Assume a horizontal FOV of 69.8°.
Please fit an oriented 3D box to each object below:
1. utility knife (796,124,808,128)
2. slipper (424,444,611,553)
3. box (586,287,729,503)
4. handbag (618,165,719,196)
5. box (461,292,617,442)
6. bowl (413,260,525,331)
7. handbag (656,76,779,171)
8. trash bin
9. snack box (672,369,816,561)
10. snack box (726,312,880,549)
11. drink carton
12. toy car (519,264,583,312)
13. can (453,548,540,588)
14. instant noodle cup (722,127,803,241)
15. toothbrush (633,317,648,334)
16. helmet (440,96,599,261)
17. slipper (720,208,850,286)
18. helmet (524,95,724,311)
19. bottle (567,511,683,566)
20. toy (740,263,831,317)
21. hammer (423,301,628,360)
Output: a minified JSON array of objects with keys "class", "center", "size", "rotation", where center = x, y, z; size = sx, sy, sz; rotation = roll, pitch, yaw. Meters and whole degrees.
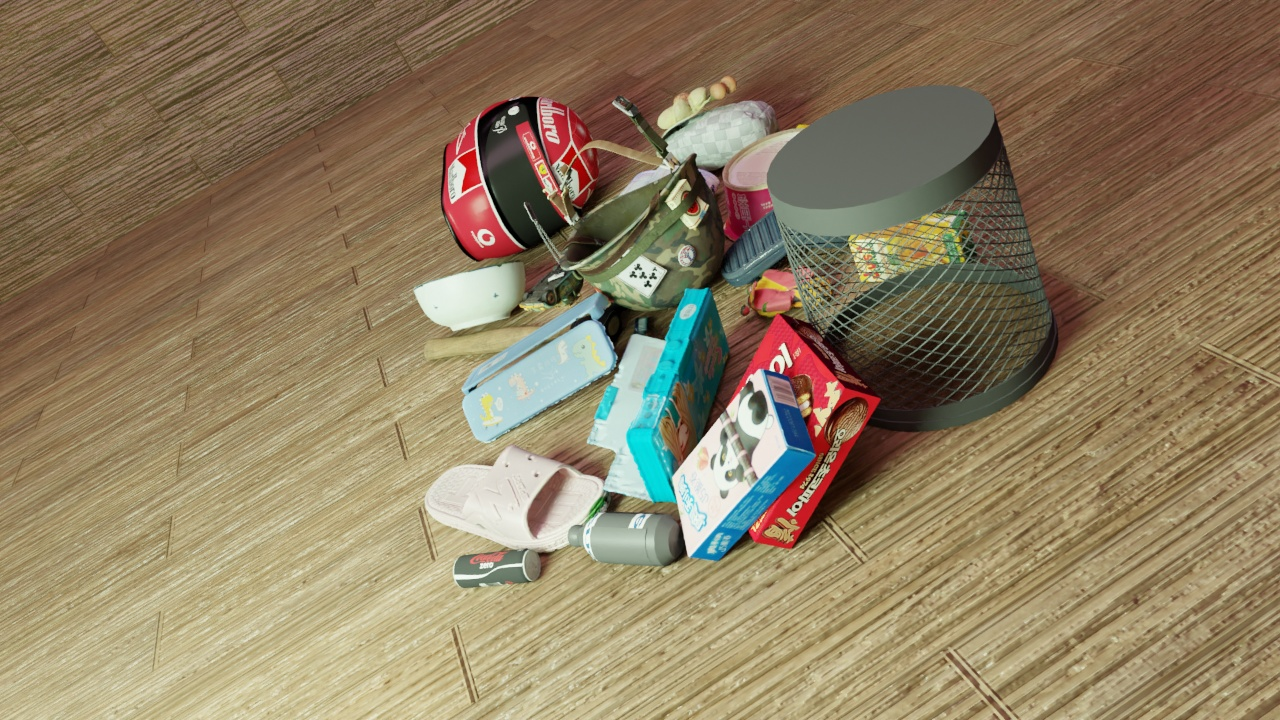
[{"class":"utility knife","center":[0.240,-0.307,1.229],"size":[0.030,0.019,0.227],"rotation":[14,17,-4]},{"class":"slipper","center":[-0.140,0.134,0.934],"size":[0.240,0.064,0.094],"rotation":[0,43,38]},{"class":"box","center":[0.006,0.032,0.933],"size":[0.117,0.097,0.226],"rotation":[-3,40,25]},{"class":"handbag","center":[0.027,-0.212,1.281],"size":[0.127,0.069,0.158],"rotation":[-2,39,32]},{"class":"box","center":[-0.121,0.004,1.053],"size":[0.210,0.047,0.122],"rotation":[-31,44,23]},{"class":"bowl","center":[-0.227,-0.085,1.257],"size":[0.153,0.073,0.153],"rotation":[-14,5,1]},{"class":"handbag","center":[0.112,-0.348,1.352],"size":[0.172,0.123,0.112],"rotation":[-7,24,28]},{"class":"trash bin","center":[0.237,-0.094,0.818],"size":[0.218,0.227,0.217],"rotation":[-19,34,13]},{"class":"snack box","center":[0.081,0.090,0.768],"size":[0.155,0.033,0.087],"rotation":[-55,31,36]},{"class":"snack box","center":[0.123,0.058,0.787],"size":[0.152,0.035,0.132],"rotation":[-65,26,21]},{"class":"drink carton","center":[0.285,-0.119,0.973],"size":[0.123,0.058,0.041],"rotation":[1,43,37]},{"class":"toy car","center":[-0.102,-0.088,1.167],"size":[0.047,0.047,0.111],"rotation":[0,37,43]},{"class":"can","center":[-0.137,0.198,0.873],"size":[0.081,0.031,0.031],"rotation":[-11,37,24]},{"class":"instant noodle cup","center":[0.182,-0.232,1.184],"size":[0.179,0.078,0.178],"rotation":[-19,34,13]},{"class":"toothbrush","center":[-0.006,0.006,1.055],"size":[0.017,0.016,0.188],"rotation":[-7,37,12]},{"class":"helmet","center":[-0.176,-0.294,1.421],"size":[0.225,0.198,0.270],"rotation":[-20,42,12]},{"class":"slipper","center":[0.215,-0.162,1.075],"size":[0.264,0.082,0.101],"rotation":[-39,29,20]},{"class":"helmet","center":[-0.009,-0.169,1.084],"size":[0.193,0.236,0.223],"rotation":[-20,10,45]},{"class":"bottle","center":[-0.016,0.160,0.824],"size":[0.113,0.047,0.046],"rotation":[-4,40,33]},{"class":"toy","center":[0.160,-0.076,1.023],"size":[0.104,0.046,0.084],"rotation":[-4,27,25]},{"class":"hammer","center":[-0.164,-0.026,1.196],"size":[0.306,0.040,0.132],"rotation":[-6,36,31]}]
